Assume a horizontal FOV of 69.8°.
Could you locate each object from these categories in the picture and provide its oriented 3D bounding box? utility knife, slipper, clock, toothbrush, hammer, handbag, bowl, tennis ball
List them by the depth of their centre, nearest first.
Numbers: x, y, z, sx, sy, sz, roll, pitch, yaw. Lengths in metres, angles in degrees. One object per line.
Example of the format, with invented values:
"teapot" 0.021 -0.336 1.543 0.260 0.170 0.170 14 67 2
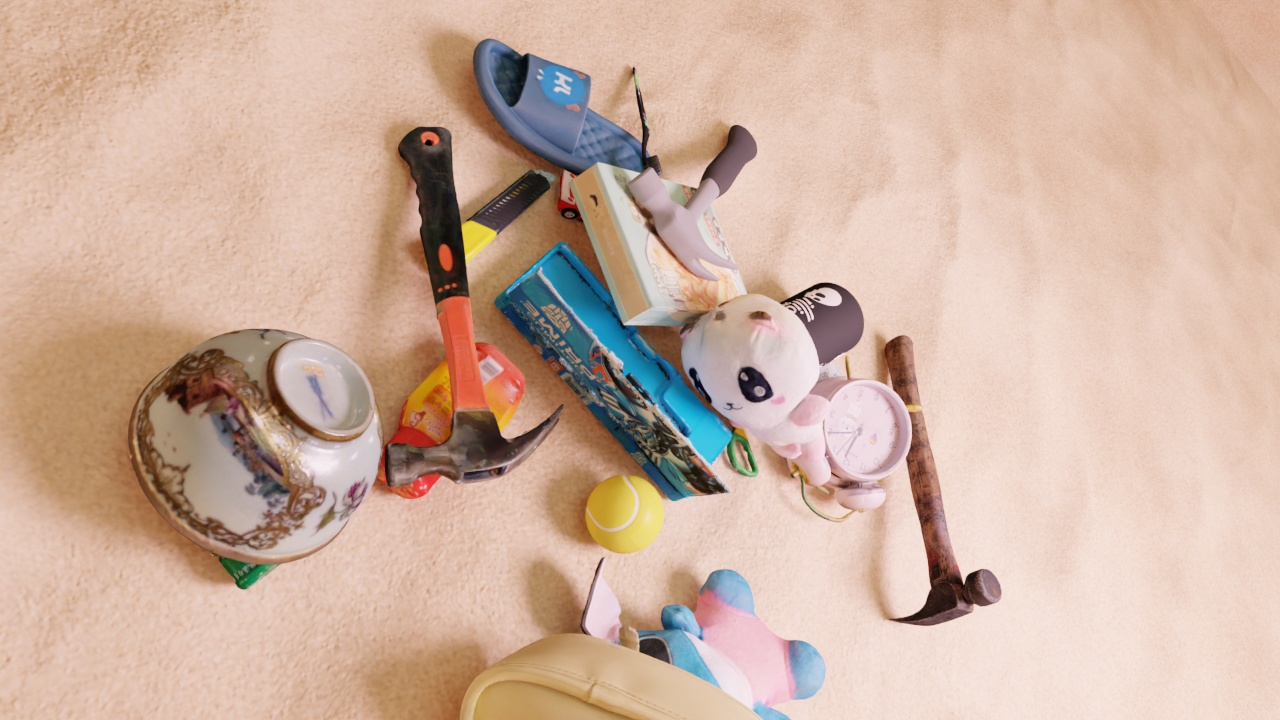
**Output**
"bowl" -0.228 0.039 0.593 0.160 0.094 0.159 37 32 -29
"handbag" -0.004 0.289 0.626 0.088 0.233 0.191 -7 101 -77
"hammer" -0.150 -0.059 0.726 0.133 0.033 0.332 -4 60 -22
"tennis ball" -0.013 0.127 0.762 0.065 0.065 0.065 15 63 -31
"utility knife" -0.129 -0.128 0.819 0.029 0.020 0.173 49 52 -10
"slipper" -0.067 -0.230 0.876 0.213 0.059 0.103 30 48 -27
"clock" 0.209 0.087 0.930 0.117 0.059 0.157 33 73 -11
"hammer" 0.078 -0.178 0.931 0.125 0.030 0.309 52 32 -13
"toothbrush" 0.005 -0.247 0.938 0.014 0.017 0.187 63 16 -49
"hammer" 0.296 0.117 0.987 0.033 0.120 0.329 22 50 -28

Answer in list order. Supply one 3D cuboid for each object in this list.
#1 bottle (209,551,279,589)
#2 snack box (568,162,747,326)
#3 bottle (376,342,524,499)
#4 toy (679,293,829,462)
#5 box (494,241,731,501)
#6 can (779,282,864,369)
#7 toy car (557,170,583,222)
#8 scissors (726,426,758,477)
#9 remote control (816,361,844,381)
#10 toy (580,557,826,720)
"bottle" -0.277 0.096 0.600 0.110 0.043 0.042 52 50 -5
"snack box" 0.025 -0.102 0.867 0.193 0.044 0.141 -3 69 -56
"bottle" -0.148 0.047 0.709 0.071 0.049 0.133 45 51 -9
"toy" 0.112 0.021 0.838 0.101 0.139 0.179 -44 114 -34
"box" -0.005 0.005 0.789 0.243 0.114 0.113 49 51 -9
"can" 0.162 -0.024 0.943 0.145 0.080 0.080 -27 88 -41
"toy car" -0.042 -0.149 0.886 0.089 0.025 0.038 18 61 -29
"scissors" 0.102 0.051 0.914 0.112 0.012 0.131 -8 74 -40
"remote control" 0.224 0.062 0.990 0.050 0.022 0.133 -38 95 -40
"toy" 0.046 0.246 0.739 0.190 0.099 0.224 -24 71 -44
